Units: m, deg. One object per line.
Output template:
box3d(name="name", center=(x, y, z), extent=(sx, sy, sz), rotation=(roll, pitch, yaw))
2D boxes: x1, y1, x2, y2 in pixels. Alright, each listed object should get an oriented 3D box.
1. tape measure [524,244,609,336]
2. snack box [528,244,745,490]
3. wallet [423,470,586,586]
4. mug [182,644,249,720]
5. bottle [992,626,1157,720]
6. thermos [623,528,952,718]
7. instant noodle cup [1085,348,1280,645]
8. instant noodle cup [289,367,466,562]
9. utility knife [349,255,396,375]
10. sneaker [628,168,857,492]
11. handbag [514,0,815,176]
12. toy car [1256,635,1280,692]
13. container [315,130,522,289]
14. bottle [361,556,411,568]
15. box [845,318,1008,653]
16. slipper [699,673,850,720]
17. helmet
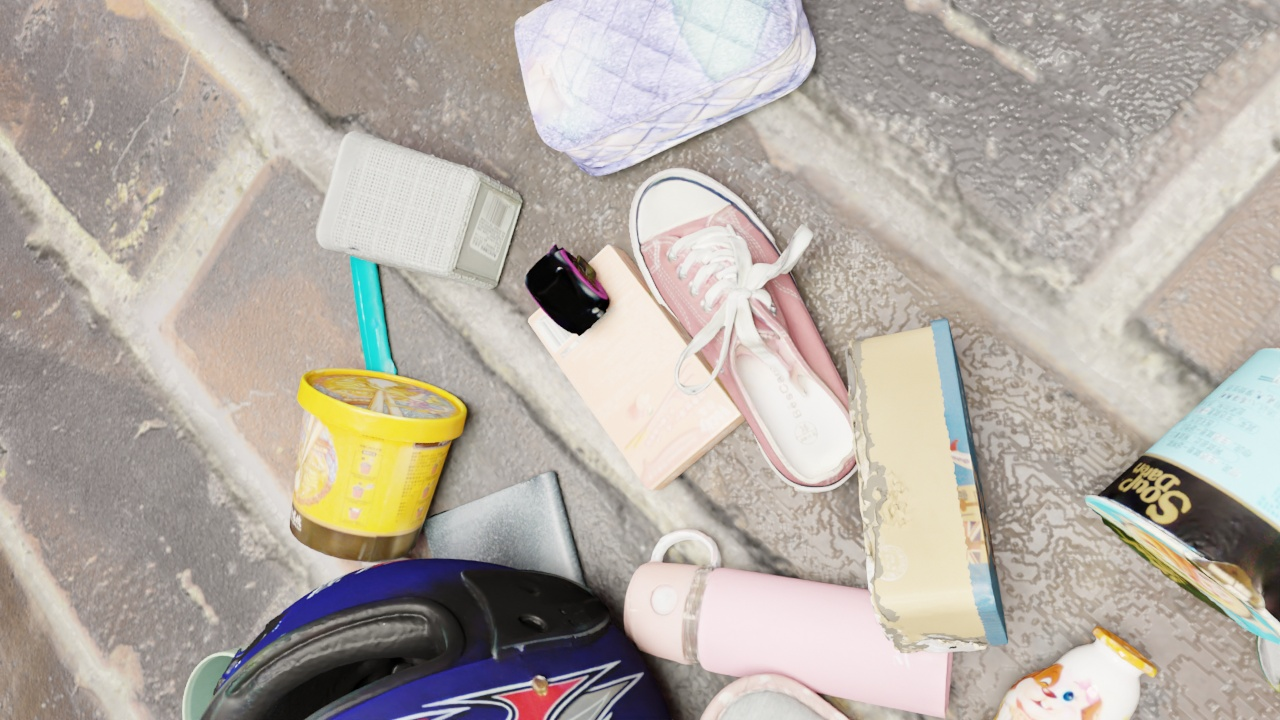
box3d(name="tape measure", center=(-0.048, -0.048, 0.618), extent=(0.039, 0.057, 0.057), rotation=(-42, 29, 9))
box3d(name="snack box", center=(-0.004, 0.004, 0.641), extent=(0.084, 0.026, 0.157), rotation=(-41, 72, 14))
box3d(name="wallet", center=(-0.101, 0.145, 0.675), extent=(0.121, 0.019, 0.097), rotation=(-23, 75, 21))
box3d(name="mug", center=(-0.269, 0.265, 0.685), extent=(0.082, 0.106, 0.111), rotation=(-6, 82, 21))
box3d(name="bottle", center=(0.234, 0.199, 0.505), extent=(0.063, 0.063, 0.108), rotation=(37, 99, 21))
box3d(name="thermos", center=(0.091, 0.158, 0.572), extent=(0.199, 0.067, 0.087), rotation=(4, 61, 24))
box3d(name="instant noodle cup", center=(0.315, 0.062, 0.466), extent=(0.111, 0.111, 0.120), rotation=(41, 94, 21))
box3d(name="instant noodle cup", center=(-0.198, 0.076, 0.673), extent=(0.118, 0.118, 0.114), rotation=(19, 101, 23))
box3d(name="utility knife", center=(-0.220, -0.057, 0.744), extent=(0.029, 0.013, 0.196), rotation=(-13, 83, 22))
box3d(name="sneaker", center=(0.063, -0.032, 0.570), extent=(0.118, 0.088, 0.241), rotation=(-27, 71, 1))
box3d(name="handbag", center=(0.014, -0.217, 0.630), extent=(0.194, 0.075, 0.134), rotation=(-19, 74, 19))
box3d(name="toy car", center=(0.367, 0.149, 0.468), extent=(0.091, 0.036, 0.043), rotation=(-8, 83, 21))
box3d(name="container", center=(-0.160, -0.107, 0.685), extent=(0.114, 0.090, 0.090), rotation=(18, 92, 20))
box3d(name="bottle", center=(-0.191, 0.241, 0.676), extent=(0.068, 0.068, 0.189), rotation=(0, 85, 23))
box3d(name="box", center=(0.157, 0.063, 0.511), extent=(0.064, 0.090, 0.184), rotation=(-9, 59, 21))
box3d(name="slipper", center=(0.143, 0.281, 0.501), extent=(0.274, 0.054, 0.114), rotation=(43, 74, 6))
box3d(name="helmet", center=(-0.129, 0.232, 0.521), extent=(0.240, 0.315, 0.247), rotation=(36, 100, 41))
